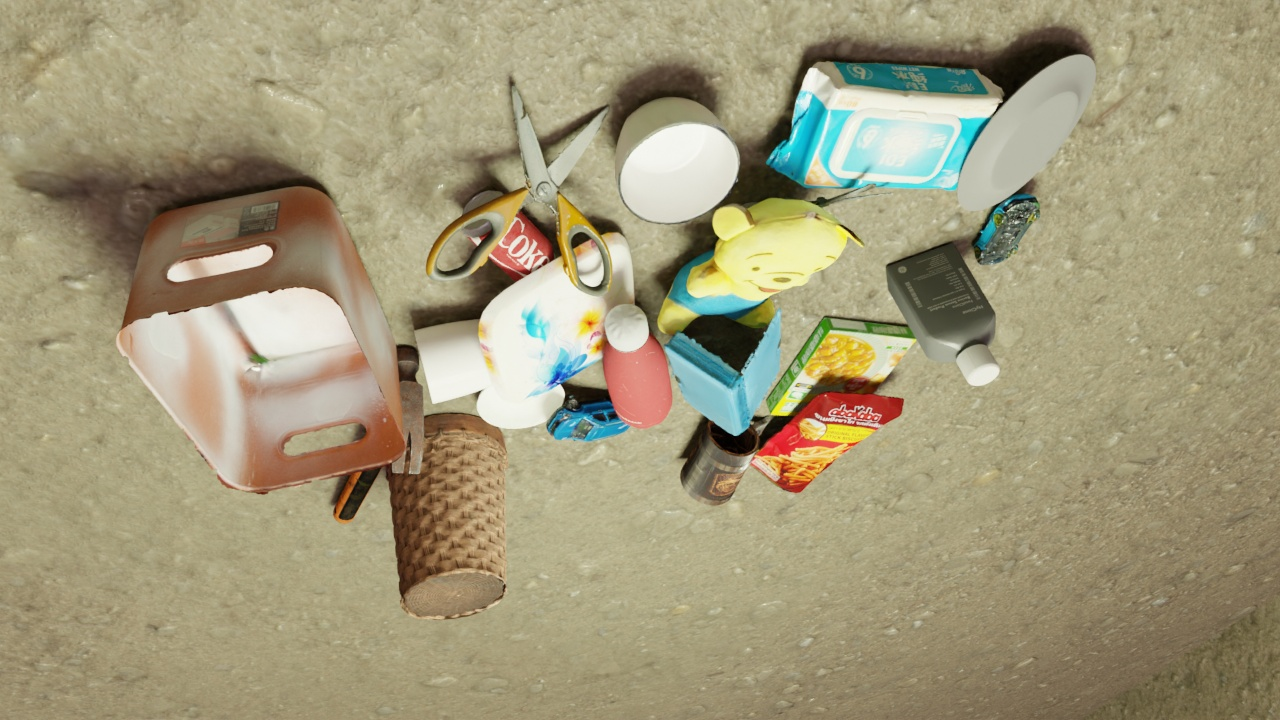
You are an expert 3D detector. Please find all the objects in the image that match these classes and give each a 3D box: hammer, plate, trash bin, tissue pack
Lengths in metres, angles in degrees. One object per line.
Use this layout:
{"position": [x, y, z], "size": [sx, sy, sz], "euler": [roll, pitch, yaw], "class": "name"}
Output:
{"position": [-0.314, 0.128, 1.084], "size": [0.035, 0.137, 0.315], "euler": [7, 144, -28], "class": "hammer"}
{"position": [-0.078, -0.037, 0.966], "size": [0.186, 0.016, 0.187], "euler": [-33, 150, -19], "class": "plate"}
{"position": [0.390, -0.221, 0.918], "size": [0.178, 0.012, 0.179], "euler": [-28, 148, -19], "class": "plate"}
{"position": [-0.338, -0.016, 0.861], "size": [0.181, 0.157, 0.260], "euler": [-12, 140, -4], "class": "trash bin"}
{"position": [0.232, -0.222, 0.878], "size": [0.209, 0.066, 0.117], "euler": [0, 138, -15], "class": "tissue pack"}
{"position": [-0.144, 0.040, 1.095], "size": [0.104, 0.026, 0.104], "euler": [-9, 142, -8], "class": "plate"}
{"position": [-0.225, 0.190, 1.103], "size": [0.151, 0.209, 0.151], "euler": [-10, 142, -8], "class": "trash bin"}

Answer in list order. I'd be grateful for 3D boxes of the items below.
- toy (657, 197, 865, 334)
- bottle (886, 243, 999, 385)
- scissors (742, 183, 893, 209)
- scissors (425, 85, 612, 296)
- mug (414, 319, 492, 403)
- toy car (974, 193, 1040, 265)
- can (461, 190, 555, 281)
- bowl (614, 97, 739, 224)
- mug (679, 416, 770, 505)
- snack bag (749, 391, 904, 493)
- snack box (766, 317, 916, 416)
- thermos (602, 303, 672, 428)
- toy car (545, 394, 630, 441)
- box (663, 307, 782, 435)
{"position": [0.115, -0.100, 0.939], "size": [0.148, 0.084, 0.215], "euler": [-4, 159, -24], "class": "toy"}
{"position": [0.350, -0.048, 1.035], "size": [0.084, 0.173, 0.046], "euler": [-20, 141, 5], "class": "bottle"}
{"position": [0.163, -0.158, 0.918], "size": [0.147, 0.014, 0.142], "euler": [4, 171, -13], "class": "scissors"}
{"position": [-0.102, -0.135, 0.841], "size": [0.229, 0.016, 0.225], "euler": [-28, 125, -12], "class": "scissors"}
{"position": [-0.193, 0.000, 1.002], "size": [0.087, 0.081, 0.114], "euler": [-14, 173, -13], "class": "mug"}
{"position": [0.414, -0.151, 1.046], "size": [0.048, 0.032, 0.105], "euler": [-8, 146, -10], "class": "toy car"}
{"position": [-0.127, -0.117, 0.891], "size": [0.054, 0.054, 0.096], "euler": [-28, 139, 15], "class": "can"}
{"position": [0.028, -0.190, 0.845], "size": [0.116, 0.065, 0.116], "euler": [-9, 141, -8], "class": "bowl"}
{"position": [0.121, 0.128, 1.260], "size": [0.115, 0.080, 0.107], "euler": [-24, 150, -38], "class": "mug"}
{"position": [0.247, 0.099, 1.254], "size": [0.138, 0.066, 0.209], "euler": [13, 137, -25], "class": "snack bag"}
{"position": [0.259, 0.015, 1.197], "size": [0.131, 0.027, 0.168], "euler": [5, 137, -23], "class": "snack box"}
{"position": [-0.006, 0.006, 1.019], "size": [0.073, 0.073, 0.240], "euler": [-15, 156, -1], "class": "thermos"}
{"position": [-0.059, 0.072, 1.128], "size": [0.120, 0.043, 0.056], "euler": [-5, 144, -41], "class": "toy car"}
{"position": [0.104, 0.000, 1.059], "size": [0.112, 0.094, 0.231], "euler": [-54, 163, -9], "class": "box"}
